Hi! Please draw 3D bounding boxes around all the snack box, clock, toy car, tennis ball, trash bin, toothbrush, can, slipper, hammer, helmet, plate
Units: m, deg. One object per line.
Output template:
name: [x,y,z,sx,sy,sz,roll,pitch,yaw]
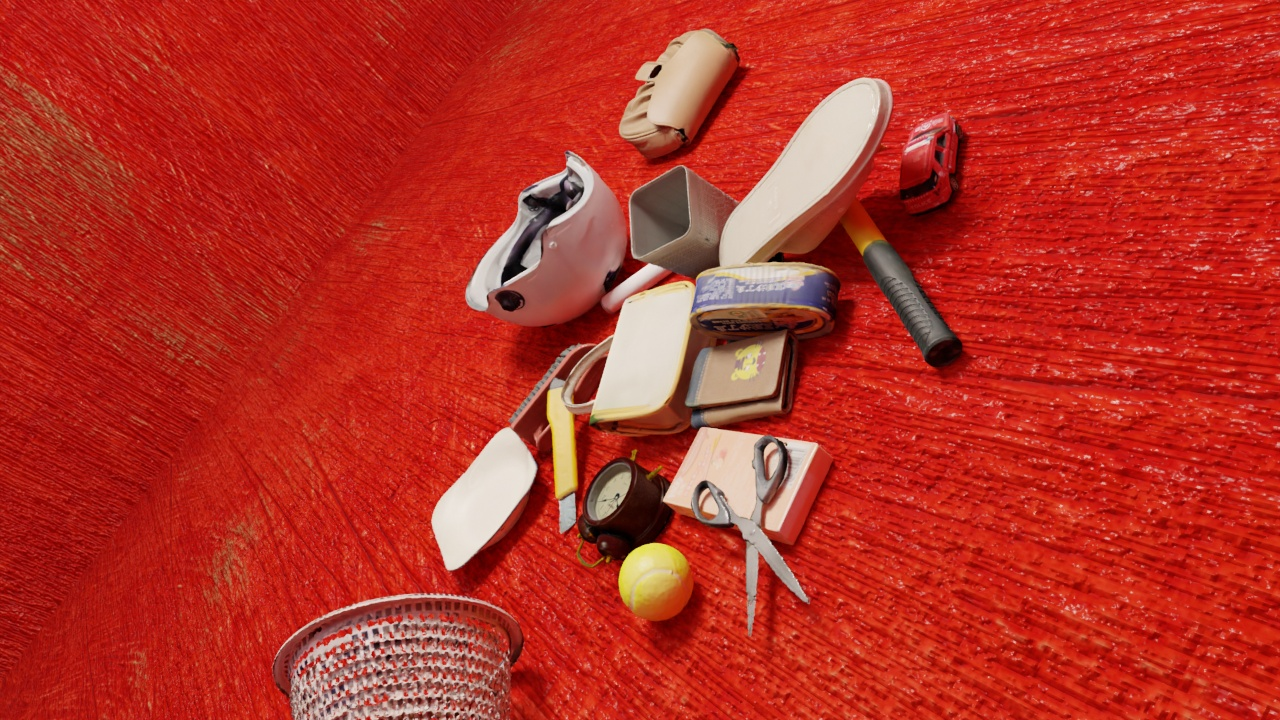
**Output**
snack box: [0.092,0.108,0.821,0.157,0.026,0.084,3,59,55]
clock: [-0.020,0.150,0.898,0.122,0.055,0.082,-56,30,-6]
toy car: [0.280,-0.194,0.889,0.053,0.045,0.120,-18,41,41]
tennis ball: [0.013,0.192,0.795,0.066,0.065,0.065,-34,33,26]
trash bin: [-0.202,0.343,0.798,0.228,0.227,0.192,-37,44,21]
toothbrush: [0.037,-0.126,1.157,0.222,0.026,0.026,-33,72,28]
can: [0.120,-0.056,0.896,0.148,0.074,0.049,0,64,28]
slipper: [0.164,-0.166,0.904,0.275,0.054,0.114,-47,38,50]
hammer: [0.220,-0.100,0.849,0.300,0.032,0.129,-105,32,-49]
helmet: [-0.113,-0.140,1.259,0.259,0.146,0.228,-40,29,33]
plate: [-0.184,0.172,1.116,0.163,0.034,0.164,-49,30,2]

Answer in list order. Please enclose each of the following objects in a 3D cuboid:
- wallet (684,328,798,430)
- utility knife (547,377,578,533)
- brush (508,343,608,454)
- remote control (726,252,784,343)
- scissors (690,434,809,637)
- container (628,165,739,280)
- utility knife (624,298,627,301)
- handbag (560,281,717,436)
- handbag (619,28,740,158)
wallet: [0.099,0.020,0.899,0.115,0.033,0.090,-13,56,44]
utility knife: [-0.087,0.104,1.037,0.033,0.015,0.192,-13,60,13]
brush: [-0.090,0.042,1.109,0.145,0.063,0.069,-53,34,-8]
remote control: [0.125,-0.064,0.969,0.053,0.024,0.136,-11,52,47]
scissors: [0.093,0.137,0.753,0.179,0.014,0.159,12,71,54]
container: [0.059,-0.150,1.051,0.090,0.114,0.090,-21,62,40]
utility knife: [0.049,-0.064,1.054,0.162,0.018,0.034,-4,52,33]
handbag: [-0.006,0.006,1.009,0.179,0.063,0.163,-9,54,38]
handbag: [0.054,-0.405,1.375,0.148,0.099,0.204,17,74,55]
